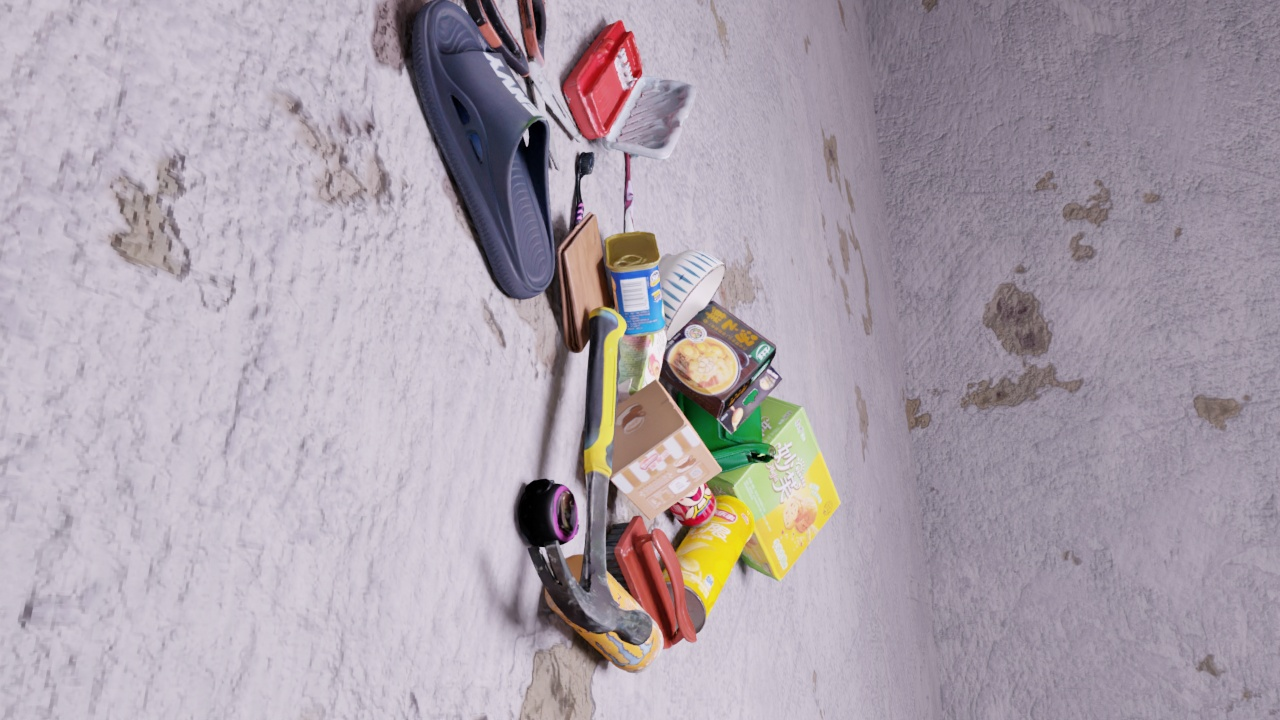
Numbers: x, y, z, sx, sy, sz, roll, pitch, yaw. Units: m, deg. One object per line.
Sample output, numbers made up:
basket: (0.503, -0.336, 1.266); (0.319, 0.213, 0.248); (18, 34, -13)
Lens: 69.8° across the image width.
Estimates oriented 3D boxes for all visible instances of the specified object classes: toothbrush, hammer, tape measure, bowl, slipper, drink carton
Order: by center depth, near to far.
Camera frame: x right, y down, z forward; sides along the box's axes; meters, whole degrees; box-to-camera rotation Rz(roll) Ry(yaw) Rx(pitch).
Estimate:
slipper: (-0.113, -0.187, 0.810); (0.110, 0.083, 0.268); (-54, 131, -60)
tape measure: (-0.079, 0.136, 0.813); (0.057, 0.039, 0.057); (45, 42, -53)
hammer: (-0.038, 0.084, 0.835); (0.126, 0.032, 0.322); (35, 43, -39)
toothbrush: (-0.065, -0.146, 0.979); (0.014, 0.018, 0.188); (45, 43, -55)
drink carton: (-0.006, 0.006, 1.016); (0.053, 0.045, 0.122); (71, 25, -45)
bowl: (0.043, -0.087, 1.108); (0.066, 0.117, 0.116); (38, 21, 13)
toothbrush: (-0.009, -0.191, 1.116); (0.016, 0.017, 0.187); (33, 51, -58)

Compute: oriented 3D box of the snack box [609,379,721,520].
snack box: (0.013, 0.092, 0.938); (0.094, 0.093, 0.077); (53, 3, -45)

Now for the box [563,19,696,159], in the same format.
box: (-0.013, -0.314, 1.091); (0.154, 0.074, 0.200); (38, 39, -15)

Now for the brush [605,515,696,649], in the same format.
brush: (0.012, 0.236, 0.943); (0.063, 0.069, 0.146); (-53, 129, -57)

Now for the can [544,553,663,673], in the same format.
can: (-0.032, 0.239, 0.858); (0.146, 0.058, 0.058); (56, 34, -43)

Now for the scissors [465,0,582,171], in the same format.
scissors: (-0.114, -0.305, 0.929); (0.188, 0.015, 0.225); (-4, 84, -66)

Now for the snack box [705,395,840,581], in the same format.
snack box: (0.181, 0.176, 1.259); (0.157, 0.070, 0.210); (-45, 129, -24)

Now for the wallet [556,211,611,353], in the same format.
wallet: (-0.058, -0.081, 0.938); (0.101, 0.020, 0.115); (-63, 152, -54)

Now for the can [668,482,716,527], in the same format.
can: (0.041, 0.137, 1.063); (0.133, 0.053, 0.053); (58, 32, -40)

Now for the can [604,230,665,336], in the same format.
can: (-0.005, -0.084, 0.997); (0.102, 0.057, 0.083); (-99, -179, -62)

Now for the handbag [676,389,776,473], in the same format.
handbag: (0.109, 0.070, 1.157); (0.068, 0.120, 0.131); (48, 38, -59)

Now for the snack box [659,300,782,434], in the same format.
snack box: (0.098, 0.006, 1.111); (0.113, 0.125, 0.053); (-44, 160, -29)

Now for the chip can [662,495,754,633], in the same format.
chip can: (0.074, 0.236, 1.080); (0.212, 0.072, 0.072); (-40, 118, -61)
